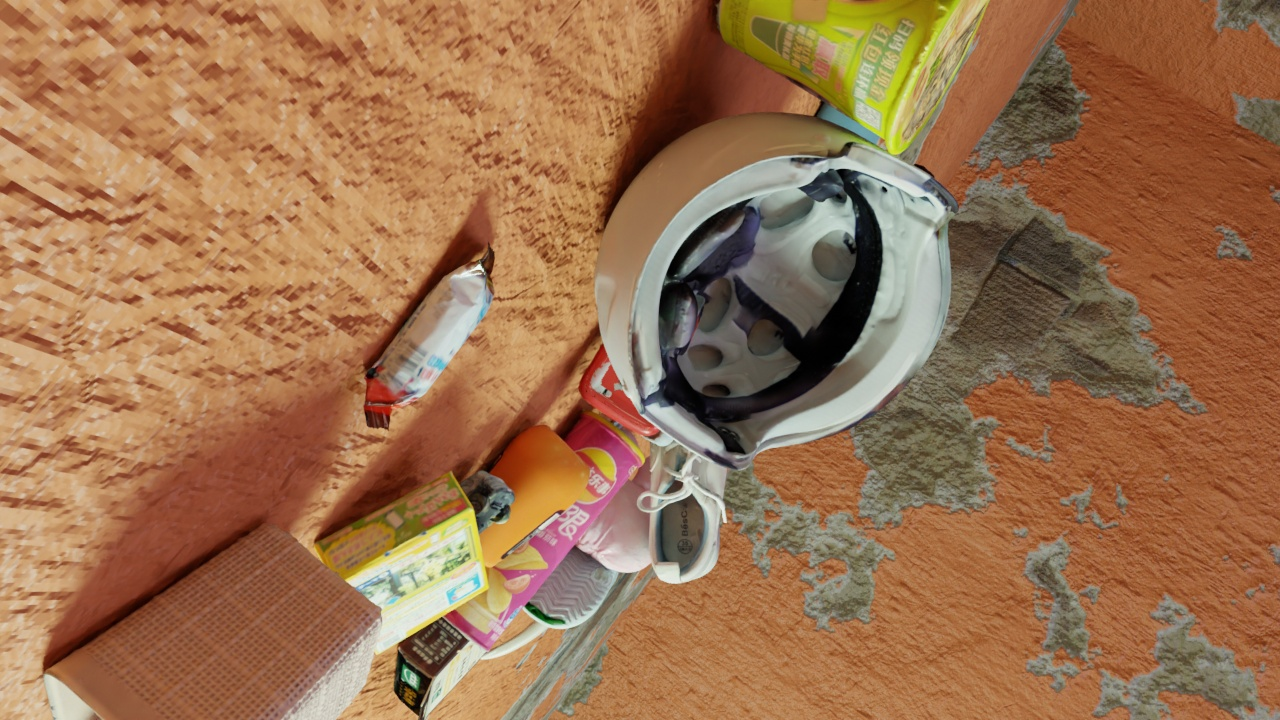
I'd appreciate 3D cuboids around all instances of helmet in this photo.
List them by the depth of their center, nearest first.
[{"bbox_3d":[0.075,-0.057,0.606,0.258,0.146,0.229,15,116,-43],"label":"helmet"}]

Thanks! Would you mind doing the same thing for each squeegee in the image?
[{"bbox_3d":[-0.100,0.269,1.017,0.246,0.039,0.246,-39,166,-5],"label":"squeegee"}]

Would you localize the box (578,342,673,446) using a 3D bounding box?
[{"bbox_3d":[0.036,-0.035,0.741,0.201,0.095,0.101,-58,-177,-1],"label":"box"}]

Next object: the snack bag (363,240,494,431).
[{"bbox_3d":[-0.100,-0.011,0.445,0.104,0.026,0.048,-53,179,-4],"label":"snack bag"}]

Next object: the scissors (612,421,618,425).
[{"bbox_3d":[0.012,0.027,0.972,0.137,0.017,0.084,-28,152,-55],"label":"scissors"}]

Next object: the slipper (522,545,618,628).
[{"bbox_3d":[-0.064,0.194,0.938,0.074,0.104,0.244,-66,171,24],"label":"slipper"}]

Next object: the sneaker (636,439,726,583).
[{"bbox_3d":[0.040,0.083,0.834,0.090,0.090,0.242,8,87,-73],"label":"sneaker"}]

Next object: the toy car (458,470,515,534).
[{"bbox_3d":[-0.130,0.114,0.641,0.090,0.034,0.043,-41,159,4],"label":"toy car"}]

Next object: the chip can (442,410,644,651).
[{"bbox_3d":[-0.088,0.143,0.785,0.210,0.071,0.071,-49,166,-17],"label":"chip can"}]

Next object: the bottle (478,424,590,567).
[{"bbox_3d":[-0.106,0.117,0.686,0.149,0.067,0.067,-45,166,-6],"label":"bottle"}]

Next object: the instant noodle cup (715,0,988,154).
[{"bbox_3d":[0.112,-0.190,0.505,0.111,0.123,0.112,-51,162,-25],"label":"instant noodle cup"}]

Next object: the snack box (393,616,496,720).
[{"bbox_3d":[-0.176,0.268,0.833,0.125,0.053,0.113,-43,163,-38],"label":"snack box"}]

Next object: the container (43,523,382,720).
[{"bbox_3d":[-0.185,0.146,0.418,0.110,0.090,0.090,-44,164,-47],"label":"container"}]

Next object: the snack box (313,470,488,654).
[{"bbox_3d":[-0.143,0.130,0.573,0.086,0.033,0.141,-28,155,-20],"label":"snack box"}]

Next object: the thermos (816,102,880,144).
[{"bbox_3d":[0.207,-0.242,0.852,0.070,0.070,0.221,-36,158,-53],"label":"thermos"}]

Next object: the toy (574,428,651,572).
[{"bbox_3d":[-0.021,0.137,0.909,0.054,0.121,0.159,-48,-176,39],"label":"toy"}]
